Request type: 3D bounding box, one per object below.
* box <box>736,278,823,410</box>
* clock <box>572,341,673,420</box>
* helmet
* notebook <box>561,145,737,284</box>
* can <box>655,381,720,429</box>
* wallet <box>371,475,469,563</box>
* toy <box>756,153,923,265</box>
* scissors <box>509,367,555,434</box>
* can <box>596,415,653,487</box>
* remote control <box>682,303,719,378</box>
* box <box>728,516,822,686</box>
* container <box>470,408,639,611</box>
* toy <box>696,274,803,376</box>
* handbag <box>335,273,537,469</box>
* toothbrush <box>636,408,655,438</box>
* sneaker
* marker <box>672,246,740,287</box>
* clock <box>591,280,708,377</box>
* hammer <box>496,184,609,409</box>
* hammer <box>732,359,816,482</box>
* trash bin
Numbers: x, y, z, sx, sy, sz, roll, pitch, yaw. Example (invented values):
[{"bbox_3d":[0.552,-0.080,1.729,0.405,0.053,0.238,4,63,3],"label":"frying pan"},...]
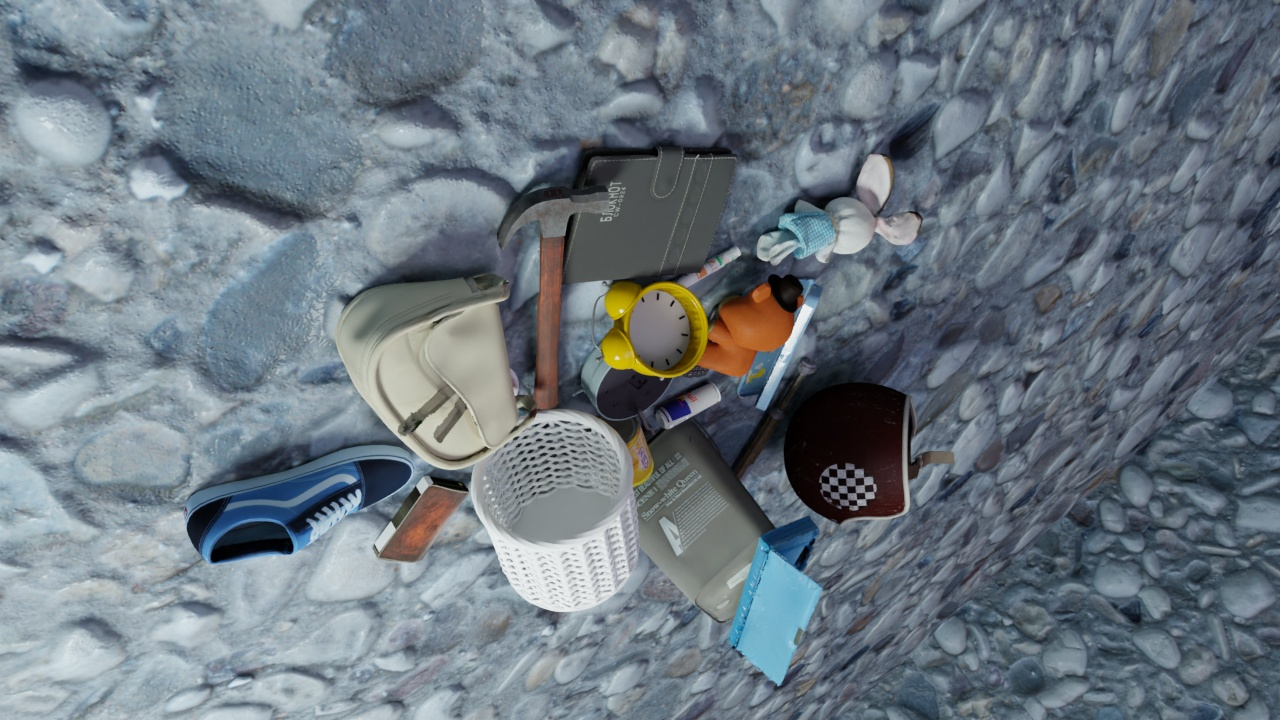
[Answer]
[{"bbox_3d":[0.197,-0.028,1.337,0.069,0.064,0.210,-54,168,-57],"label":"box"},{"bbox_3d":[-0.007,0.007,1.170,0.159,0.045,0.122,-46,143,3],"label":"clock"},{"bbox_3d":[0.360,0.148,1.471,0.232,0.254,0.234,-64,147,-49],"label":"helmet"},{"bbox_3d":[0.009,-0.164,1.035,0.208,0.029,0.170,-12,134,-37],"label":"notebook"},{"bbox_3d":[0.067,0.064,1.300,0.095,0.032,0.032,-27,140,-19],"label":"can"},{"bbox_3d":[-0.271,0.199,1.138,0.072,0.019,0.123,21,111,-50],"label":"wallet"},{"bbox_3d":[0.249,-0.165,1.200,0.205,0.131,0.106,-23,161,-6],"label":"toy"},{"bbox_3d":[-0.148,0.051,1.111,0.179,0.016,0.108,17,113,-48],"label":"scissors"},{"bbox_3d":[-0.024,0.119,1.243,0.067,0.067,0.105,-33,141,-13],"label":"can"},{"bbox_3d":[0.096,-0.027,1.257,0.046,0.009,0.125,-3,128,-40],"label":"remote control"},{"bbox_3d":[0.202,0.335,1.253,0.094,0.110,0.232,-16,135,-30],"label":"box"},{"bbox_3d":[-0.098,0.188,1.136,0.189,0.189,0.187,-29,146,-17],"label":"container"},{"bbox_3d":[0.145,-0.043,1.203,0.176,0.096,0.112,-34,150,32],"label":"toy"},{"bbox_3d":[-0.190,0.026,0.952,0.183,0.132,0.229,-28,139,-23],"label":"handbag"},{"bbox_3d":[0.007,0.085,1.234,0.013,0.013,0.167,-32,165,-4],"label":"toothbrush"},{"bbox_3d":[-0.345,0.164,0.973,0.240,0.098,0.084,-13,134,-33],"label":"sneaker"},{"bbox_3d":[0.064,-0.103,1.148,0.145,0.017,0.017,-31,141,-15],"label":"marker"},{"bbox_3d":[0.011,-0.038,1.095,0.151,0.052,0.113,7,86,-27],"label":"clock"},{"bbox_3d":[-0.102,-0.058,1.016,0.111,0.028,0.301,-7,135,-16],"label":"hammer"},{"bbox_3d":[0.197,0.128,1.484,0.146,0.028,0.318,-1,127,-49],"label":"hammer"},{"bbox_3d":[0.087,0.238,1.331,0.197,0.220,0.197,-41,143,-2],"label":"trash bin"}]
